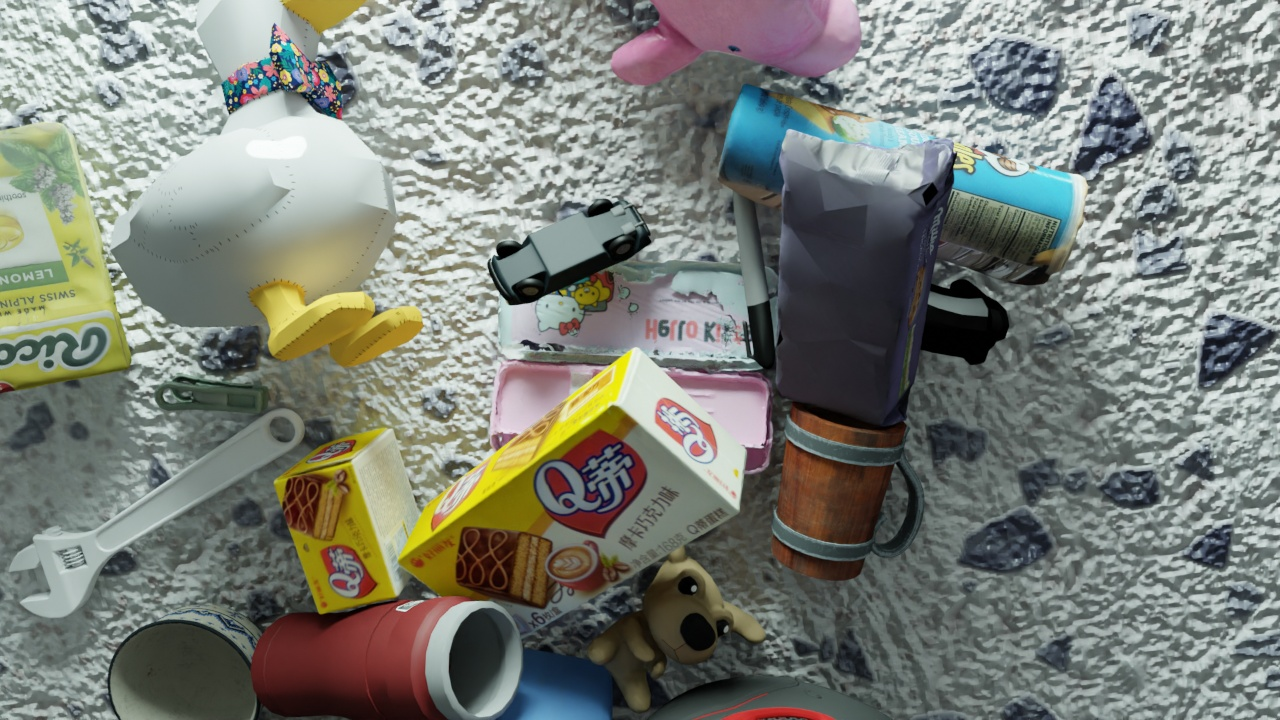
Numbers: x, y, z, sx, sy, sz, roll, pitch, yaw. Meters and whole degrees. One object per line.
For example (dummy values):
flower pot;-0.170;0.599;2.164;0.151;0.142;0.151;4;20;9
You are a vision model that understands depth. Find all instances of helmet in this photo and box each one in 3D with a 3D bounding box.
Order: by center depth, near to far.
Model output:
helmet;0.091;0.307;0.643;0.264;0.170;0.164;13;89;-11

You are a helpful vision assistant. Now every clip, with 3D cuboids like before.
clip;-0.317;0.026;0.683;0.074;0.035;0.023;5;100;-4

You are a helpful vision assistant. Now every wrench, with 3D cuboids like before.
wrench;-0.373;0.115;0.708;0.273;0.018;0.066;-31;99;7

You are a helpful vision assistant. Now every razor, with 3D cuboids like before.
razor;0.170;-0.044;0.634;0.156;0.057;0.060;16;57;1

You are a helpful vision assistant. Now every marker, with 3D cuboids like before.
marker;0.076;-0.062;0.637;0.022;0.016;0.138;-10;84;18

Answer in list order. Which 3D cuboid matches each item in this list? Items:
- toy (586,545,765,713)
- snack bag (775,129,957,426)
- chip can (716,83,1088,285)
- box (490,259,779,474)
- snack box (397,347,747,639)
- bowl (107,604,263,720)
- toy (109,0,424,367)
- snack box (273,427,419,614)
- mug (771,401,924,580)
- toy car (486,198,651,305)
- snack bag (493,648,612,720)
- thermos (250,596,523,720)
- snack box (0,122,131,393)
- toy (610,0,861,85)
toy;0.017;0.192;0.668;0.108;0.106;0.134;-38;101;-2
snack bag;0.132;-0.046;0.574;0.096;0.058;0.206;15;135;23
chip can;0.166;-0.115;0.606;0.229;0.079;0.080;16;101;1
box;-0.004;0.004;0.660;0.201;0.045;0.154;3;84;2
snack box;-0.050;0.099;0.619;0.110;0.061;0.231;43;122;-17
bowl;-0.337;0.240;0.708;0.115;0.059;0.115;1;101;2
toy;-0.244;-0.121;0.600;0.247;0.141;0.267;-29;81;9
snack box;-0.206;0.114;0.665;0.061;0.083;0.106;-13;101;6
mug;0.152;0.091;0.653;0.117;0.081;0.111;4;106;-18
toy car;-0.048;-0.074;0.630;0.112;0.034;0.046;-25;66;-9
snack bag;-0.084;0.342;0.667;0.102;0.159;0.205;10;103;-2
thermos;-0.181;0.224;0.642;0.199;0.084;0.108;-13;71;32
snack box;-0.439;-0.070;0.635;0.121;0.045;0.181;-12;102;-26
toy;0.025;-0.269;0.558;0.265;0.127;0.187;34;96;4
